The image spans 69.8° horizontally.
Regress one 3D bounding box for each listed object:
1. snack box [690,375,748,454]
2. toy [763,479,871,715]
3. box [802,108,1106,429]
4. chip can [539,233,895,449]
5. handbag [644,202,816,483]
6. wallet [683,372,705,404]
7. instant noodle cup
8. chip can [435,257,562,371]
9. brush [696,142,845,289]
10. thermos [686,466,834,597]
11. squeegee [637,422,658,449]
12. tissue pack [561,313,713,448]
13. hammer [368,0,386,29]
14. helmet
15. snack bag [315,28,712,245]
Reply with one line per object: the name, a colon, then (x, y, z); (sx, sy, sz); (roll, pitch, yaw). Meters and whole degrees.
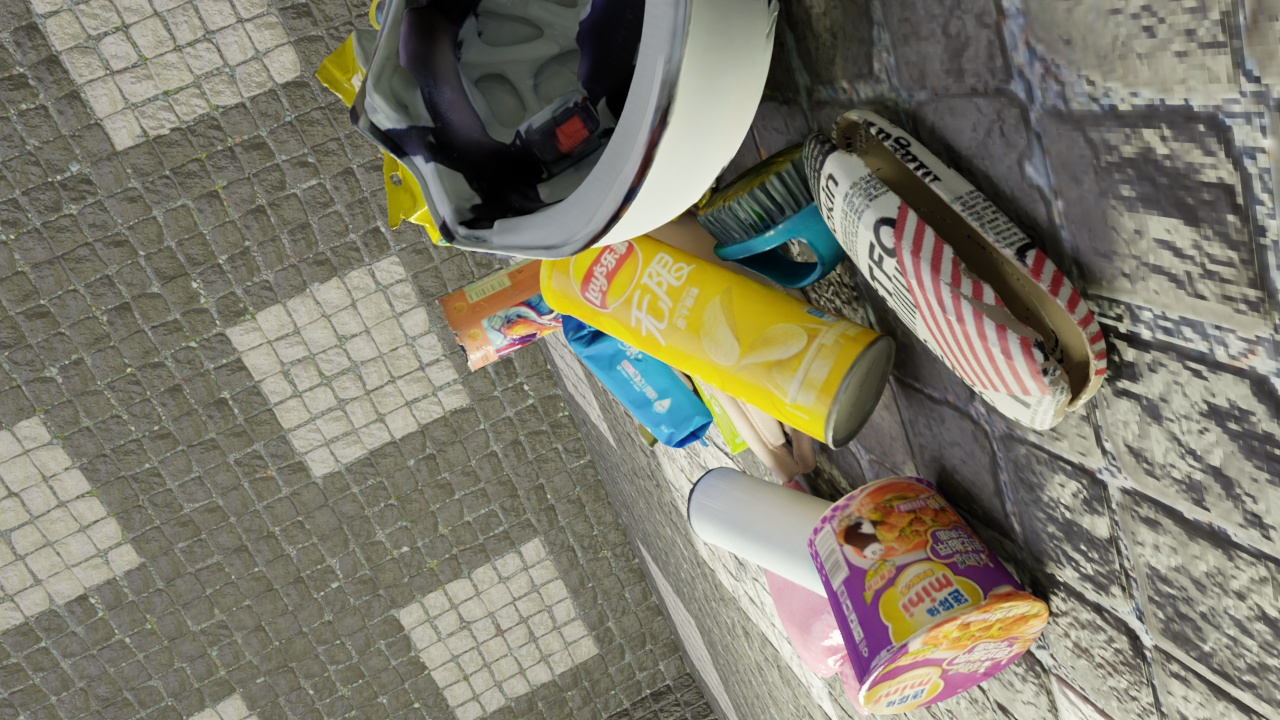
snack box: (0.067, 0.010, 0.866); (0.156, 0.026, 0.086); (62, 170, 10)
toy: (0.149, 0.201, 0.778); (0.194, 0.074, 0.179); (-124, 24, -55)
box: (0.117, -0.038, 0.379); (0.164, 0.064, 0.074); (57, 153, 35)
chip can: (0.039, -0.023, 0.547); (0.213, 0.071, 0.072); (28, 152, 30)
handbag: (0.073, 0.005, 0.714); (0.193, 0.093, 0.234); (51, 173, 50)
wallet: (0.034, 0.006, 0.958); (0.119, 0.035, 0.130); (-5, -108, -82)
instant noodle cup: (0.153, 0.127, 0.517); (0.112, 0.111, 0.099); (74, 175, -47)
chip can: (-0.065, -0.068, 0.792); (0.071, 0.214, 0.071); (61, 170, 18)
brush: (0.077, -0.074, 0.512); (0.073, 0.055, 0.144); (54, 171, -9)
thermos: (0.121, 0.133, 0.683); (0.224, 0.073, 0.073); (10, 127, 62)
squeegee: (-0.015, -0.044, 0.991); (0.246, 0.039, 0.246); (-39, -65, -77)
tissue pack: (-0.004, 0.004, 0.742); (0.157, 0.052, 0.095); (47, -179, -20)
hammer: (-0.143, -0.363, 0.589); (0.126, 0.031, 0.324); (47, 137, 29)
helmet: (-0.025, -0.166, 0.466); (0.259, 0.145, 0.229); (33, 119, 37)
snack bag: (-0.076, -0.151, 0.628); (0.158, 0.245, 0.068); (59, 140, 27)
